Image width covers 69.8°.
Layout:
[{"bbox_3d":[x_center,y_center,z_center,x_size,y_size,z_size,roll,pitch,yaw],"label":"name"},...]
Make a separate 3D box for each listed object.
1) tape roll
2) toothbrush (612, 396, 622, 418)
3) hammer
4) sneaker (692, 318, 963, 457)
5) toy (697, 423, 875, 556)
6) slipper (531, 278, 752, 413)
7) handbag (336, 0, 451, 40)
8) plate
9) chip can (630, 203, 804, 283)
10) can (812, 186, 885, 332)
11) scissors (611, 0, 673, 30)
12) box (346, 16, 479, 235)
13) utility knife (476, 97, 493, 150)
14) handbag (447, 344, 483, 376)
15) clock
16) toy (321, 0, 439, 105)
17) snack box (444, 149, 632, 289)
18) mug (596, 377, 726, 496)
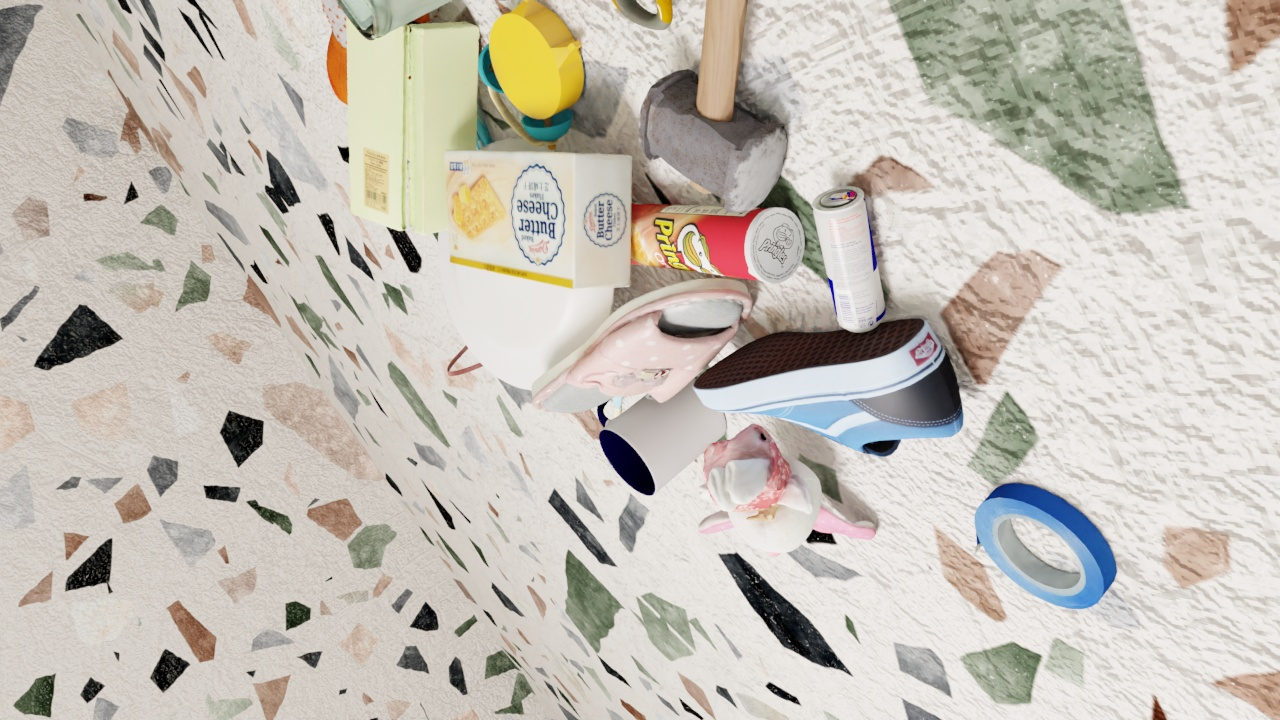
[{"bbox_3d":[0.273,0.126,0.623,0.093,0.016,0.091,32,148,37],"label":"tape roll"},{"bbox_3d":[-0.026,0.045,1.029,0.022,0.016,0.155,13,146,6],"label":"toothbrush"},{"bbox_3d":[0.052,-0.228,0.514,0.098,0.052,0.329,40,149,26],"label":"hammer"},{"bbox_3d":[0.130,0.035,0.675,0.242,0.083,0.098,-6,117,58],"label":"sneaker"},{"bbox_3d":[0.103,0.113,0.751,0.159,0.084,0.194,0,158,21],"label":"toy"},{"bbox_3d":[-0.005,0.005,0.780,0.275,0.114,0.054,-33,62,50],"label":"slipper"},{"bbox_3d":[-0.183,-0.317,0.699,0.067,0.121,0.106,-2,122,61],"label":"handbag"},{"bbox_3d":[-0.121,-0.088,0.881,0.243,0.016,0.243,11,108,38],"label":"plate"},{"bbox_3d":[0.030,-0.095,0.708,0.215,0.051,0.052,15,136,53],"label":"chip can"},{"bbox_3d":[0.136,-0.064,0.592,0.032,0.032,0.095,22,142,47],"label":"can"},{"bbox_3d":[-0.063,-0.301,0.611,0.225,0.016,0.230,55,152,-8],"label":"scissors"},{"bbox_3d":[-0.205,-0.208,0.825,0.066,0.127,0.188,-100,17,-61],"label":"box"},{"bbox_3d":[-0.148,-0.202,0.918,0.022,0.015,0.162,2,132,27],"label":"utility knife"},{"bbox_3d":[-0.178,-0.017,1.083,0.055,0.119,0.029,42,153,21],"label":"handbag"},{"bbox_3d":[-0.089,-0.233,0.746,0.099,0.043,0.130,50,148,6],"label":"clock"},{"bbox_3d":[-0.252,-0.311,0.877,0.164,0.092,0.173,37,139,24],"label":"toy"},{"bbox_3d":[-0.091,-0.122,0.770,0.208,0.057,0.104,17,110,49],"label":"snack box"},{"bbox_3d":[0.010,0.060,0.890,0.112,0.096,0.079,40,152,25],"label":"mug"}]
